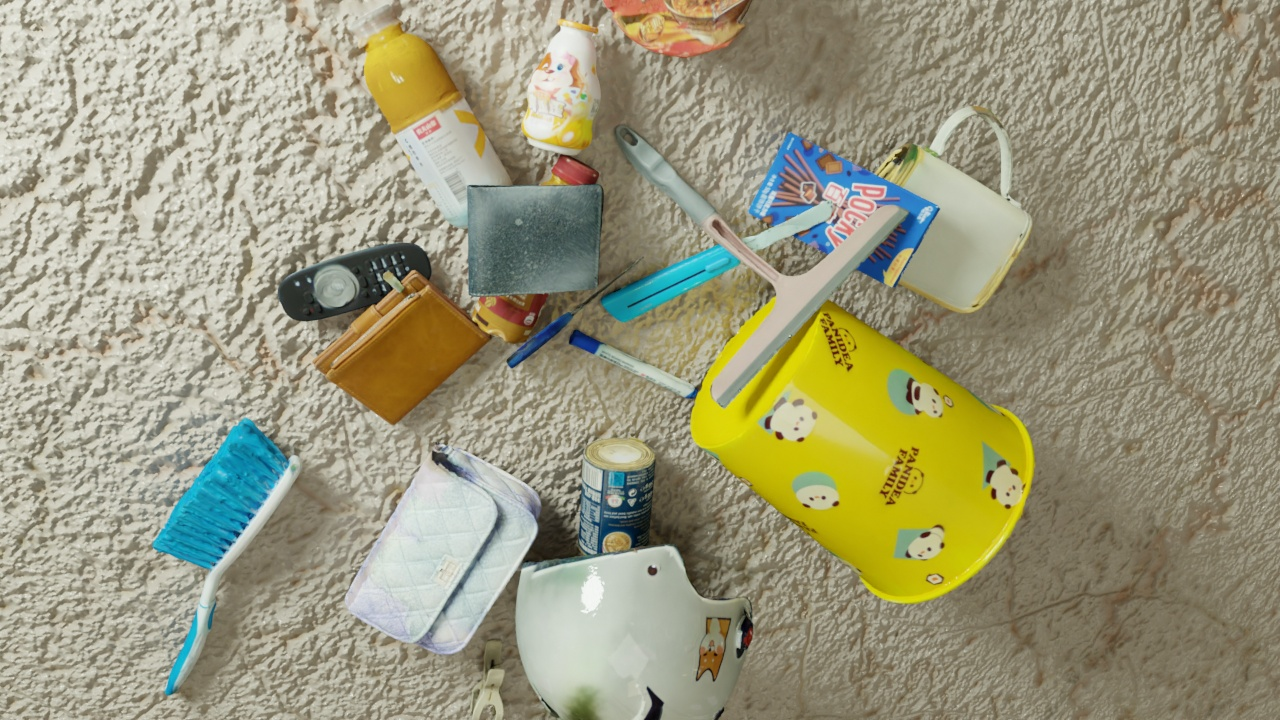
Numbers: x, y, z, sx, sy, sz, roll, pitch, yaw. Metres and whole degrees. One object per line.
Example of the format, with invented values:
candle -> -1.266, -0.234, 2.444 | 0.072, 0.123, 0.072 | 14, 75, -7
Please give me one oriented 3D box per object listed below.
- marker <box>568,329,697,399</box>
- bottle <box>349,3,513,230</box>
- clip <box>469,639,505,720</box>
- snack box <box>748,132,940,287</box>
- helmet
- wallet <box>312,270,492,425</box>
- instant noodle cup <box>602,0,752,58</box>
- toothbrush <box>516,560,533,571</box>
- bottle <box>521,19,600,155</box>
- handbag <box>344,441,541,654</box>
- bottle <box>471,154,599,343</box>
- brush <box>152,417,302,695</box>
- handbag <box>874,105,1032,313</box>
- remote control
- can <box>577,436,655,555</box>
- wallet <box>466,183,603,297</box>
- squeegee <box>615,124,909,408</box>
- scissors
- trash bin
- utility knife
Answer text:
marker -> -0.005, 0.005, 0.926 | 0.145, 0.017, 0.017 | 25, 104, -20
bottle -> -0.177, -0.204, 0.777 | 0.068, 0.068, 0.189 | -29, 114, 0
clip -> -0.166, 0.364, 1.018 | 0.034, 0.071, 0.100 | 7, 113, -15
snack box -> 0.189, -0.141, 0.862 | 0.157, 0.026, 0.085 | 30, 105, 13
helmet -> -0.010, 0.300, 0.913 | 0.231, 0.156, 0.274 | -11, 138, 29
wallet -> -0.223, -0.012, 0.850 | 0.131, 0.035, 0.119 | -40, 128, 5
instant noodle cup -> 0.021, -0.324, 0.752 | 0.138, 0.108, 0.138 | -4, 112, -11
toothbrush -> -0.089, 0.231, 0.998 | 0.180, 0.016, 0.016 | 12, 114, -18
bottle -> -0.065, -0.236, 0.793 | 0.063, 0.063, 0.108 | 9, 109, -16
handbag -> -0.194, 0.193, 0.922 | 0.134, 0.075, 0.194 | 30, 101, -8
bottle -> -0.094, -0.102, 0.841 | 0.057, 0.057, 0.175 | 23, 104, -20
brush -> -0.425, 0.201, 0.893 | 0.109, 0.060, 0.315 | 34, 103, -26
handbag -> 0.306, -0.154, 0.903 | 0.163, 0.063, 0.179 | 24, 110, -19
remote control -> -0.258, -0.073, 0.834 | 0.136, 0.024, 0.053 | -17, 120, -7
can -> -0.025, 0.142, 0.943 | 0.075, 0.075, 0.111 | 0, 111, -13
wallet -> -0.090, -0.105, 0.797 | 0.120, 0.019, 0.097 | -5, 115, -21
squeegee -> 0.069, -0.126, 0.837 | 0.249, 0.040, 0.247 | 44, 82, 7
scissors -> -0.068, -0.040, 0.856 | 0.163, 0.163, 0.012 | -37, 94, 32
trash bin -> 0.203, 0.074, 0.897 | 0.255, 0.229, 0.230 | 35, 100, -16
utility knife -> 0.073, -0.096, 0.873 | 0.238, 0.018, 0.034 | -25, 115, 13
